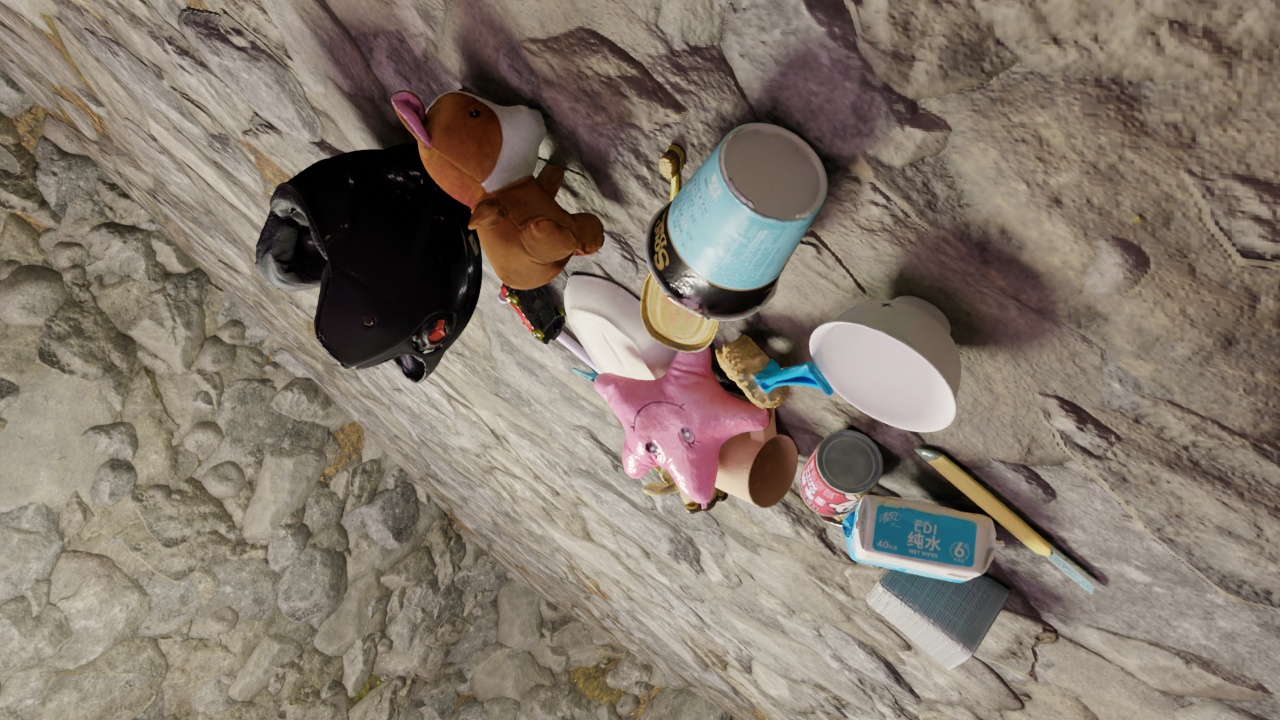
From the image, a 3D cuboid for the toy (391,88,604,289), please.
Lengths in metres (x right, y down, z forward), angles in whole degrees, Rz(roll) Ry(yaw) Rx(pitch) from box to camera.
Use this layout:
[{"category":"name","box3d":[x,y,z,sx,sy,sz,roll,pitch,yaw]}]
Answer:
[{"category":"toy","box3d":[-0.123,-0.164,0.815,0.199,0.131,0.140,49,-163,3]}]

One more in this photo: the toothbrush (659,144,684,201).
[{"category":"toothbrush","box3d":[0.027,-0.118,0.798,0.016,0.016,0.190,32,158,17]}]

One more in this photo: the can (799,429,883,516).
[{"category":"can","box3d":[0.198,0.116,0.921,0.066,0.066,0.094,34,158,12]}]

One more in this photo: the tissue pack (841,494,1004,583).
[{"category":"tissue pack","box3d":[0.267,0.170,0.879,0.140,0.063,0.090,10,163,10]}]

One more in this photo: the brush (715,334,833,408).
[{"category":"brush","box3d":[0.118,0.012,0.789,0.083,0.046,0.255,52,174,-5]}]

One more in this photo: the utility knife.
[{"category":"utility knife","box3d":[0.333,0.147,0.833,0.207,0.021,0.031,45,164,2]}]

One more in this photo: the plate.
[{"category":"plate","box3d":[-0.006,0.006,1.073,0.162,0.034,0.266,19,151,40]}]

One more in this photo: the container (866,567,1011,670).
[{"category":"container","box3d":[0.316,0.256,0.989,0.114,0.090,0.090,35,158,18]}]

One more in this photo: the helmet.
[{"category":"helmet","box3d":[-0.288,-0.107,1.035,0.233,0.230,0.275,39,163,43]}]

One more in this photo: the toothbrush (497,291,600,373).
[{"category":"toothbrush","box3d":[-0.104,-0.029,1.180,0.189,0.029,0.021,38,121,-1]}]

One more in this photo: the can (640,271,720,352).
[{"category":"can","box3d":[0.042,-0.062,0.820,0.074,0.049,0.148,19,156,7]}]

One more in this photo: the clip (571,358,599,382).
[{"category":"clip","box3d":[-0.060,0.017,1.200,0.056,0.040,0.014,31,159,2]}]

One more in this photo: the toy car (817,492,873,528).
[{"category":"toy car","box3d":[0.233,0.165,1.009,0.091,0.035,0.042,4,141,52]}]

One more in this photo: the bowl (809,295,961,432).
[{"category":"bowl","box3d":[0.194,-0.009,0.685,0.118,0.064,0.118,32,157,15]}]

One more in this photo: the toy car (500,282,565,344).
[{"category":"toy car","box3d":[-0.128,-0.066,1.104,0.031,0.049,0.106,17,150,44]}]

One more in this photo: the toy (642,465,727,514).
[{"category":"toy","box3d":[0.044,0.130,1.171,0.157,0.105,0.066,46,144,32]}]

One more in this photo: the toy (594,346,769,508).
[{"category":"toy","box3d":[0.048,0.072,0.981,0.195,0.074,0.178,-19,94,33]}]

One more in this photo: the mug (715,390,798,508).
[{"category":"mug","box3d":[0.107,0.091,1.020,0.104,0.084,0.125,17,126,46]}]

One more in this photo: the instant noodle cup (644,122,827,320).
[{"category":"instant noodle cup","box3d":[0.072,-0.101,0.653,0.111,0.111,0.121,38,151,1]}]
